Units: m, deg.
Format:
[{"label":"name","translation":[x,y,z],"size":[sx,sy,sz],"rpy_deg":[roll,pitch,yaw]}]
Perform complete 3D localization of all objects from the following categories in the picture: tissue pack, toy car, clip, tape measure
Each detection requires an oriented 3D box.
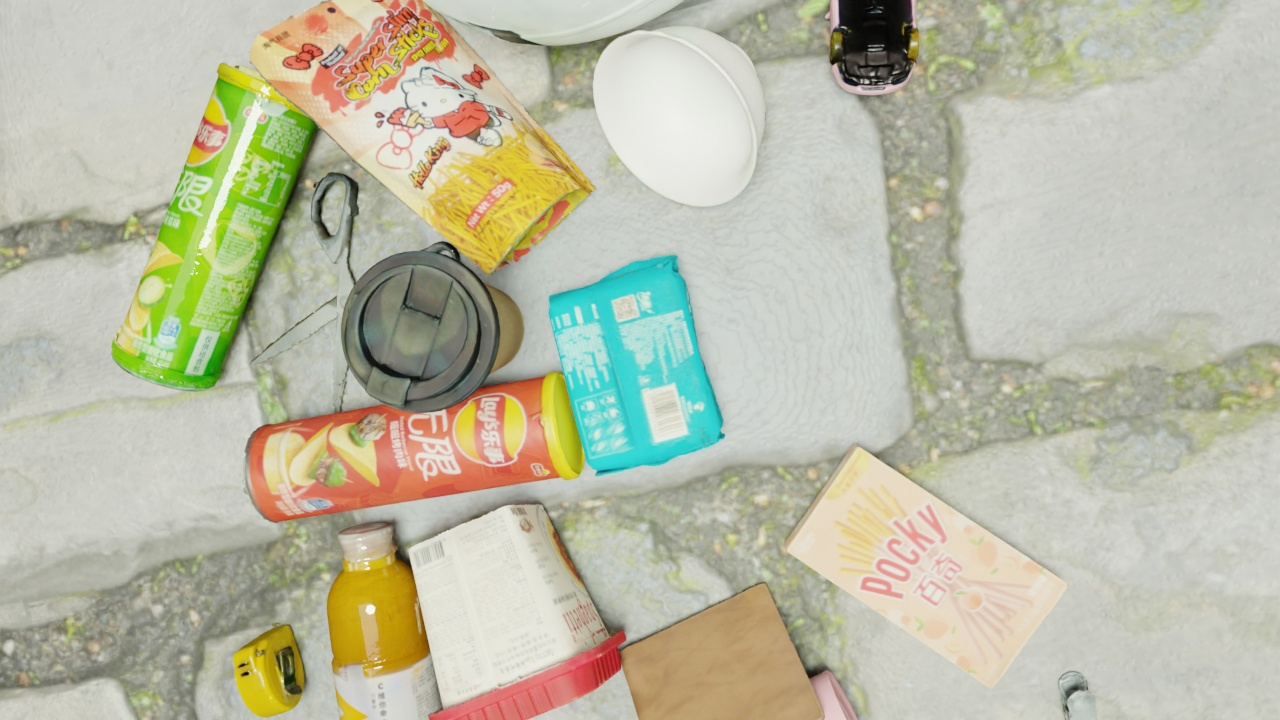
[{"label":"tissue pack","translation":[-0.004,0.003,0.602],"size":[0.093,0.050,0.133],"rpy_deg":[-15,90,10]},{"label":"toy car","translation":[0.146,-0.225,0.578],"size":[0.056,0.037,0.122],"rpy_deg":[1,80,5]},{"label":"clip","translation":[0.284,0.231,0.589],"size":[0.024,0.027,0.056],"rpy_deg":[-11,101,10]},{"label":"tape measure","translation":[-0.256,0.218,0.643],"size":[0.029,0.060,0.057],"rpy_deg":[-19,89,4]}]

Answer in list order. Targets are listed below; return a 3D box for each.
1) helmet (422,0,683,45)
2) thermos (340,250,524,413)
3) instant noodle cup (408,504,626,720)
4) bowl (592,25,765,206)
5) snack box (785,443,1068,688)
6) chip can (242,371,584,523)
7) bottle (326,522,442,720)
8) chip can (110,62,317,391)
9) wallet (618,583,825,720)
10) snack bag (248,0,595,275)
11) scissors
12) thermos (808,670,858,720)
[{"label":"helmet","translation":[-0.033,-0.266,0.526],"size":[0.259,0.228,0.146],"rpy_deg":[-9,129,6]},{"label":"thermos","translation":[-0.120,-0.018,0.570],"size":[0.093,0.143,0.093],"rpy_deg":[0,92,7]},{"label":"instant noodle cup","translation":[-0.085,0.164,0.596],"size":[0.117,0.116,0.124],"rpy_deg":[-24,78,8]},{"label":"bowl","translation":[0.036,-0.163,0.574],"size":[0.118,0.119,0.064],"rpy_deg":[39,58,4]},{"label":"snack box","translation":[0.182,0.132,0.594],"size":[0.157,0.026,0.084],"rpy_deg":[33,97,5]},{"label":"chip can","translation":[-0.150,0.059,0.615],"size":[0.217,0.073,0.073],"rpy_deg":[-9,91,8]},{"label":"bottle","translation":[-0.175,0.207,0.627],"size":[0.068,0.068,0.189],"rpy_deg":[-7,92,8]},{"label":"chip can","translation":[-0.289,-0.087,0.626],"size":[0.072,0.072,0.221],"rpy_deg":[25,95,6]},{"label":"wallet","translation":[0.049,0.210,0.592],"size":[0.115,0.020,0.101],"rpy_deg":[-28,47,6]},{"label":"snack bag","translation":[-0.134,-0.156,0.596],"size":[0.208,0.073,0.128],"rpy_deg":[46,62,0]},{"label":"scissors","translation":[-0.209,-0.047,0.647],"size":[0.181,0.014,0.159],"rpy_deg":[-24,89,9]},{"label":"thermos","translation":[0.046,0.266,0.604],"size":[0.199,0.067,0.087],"rpy_deg":[-28,69,10]}]
